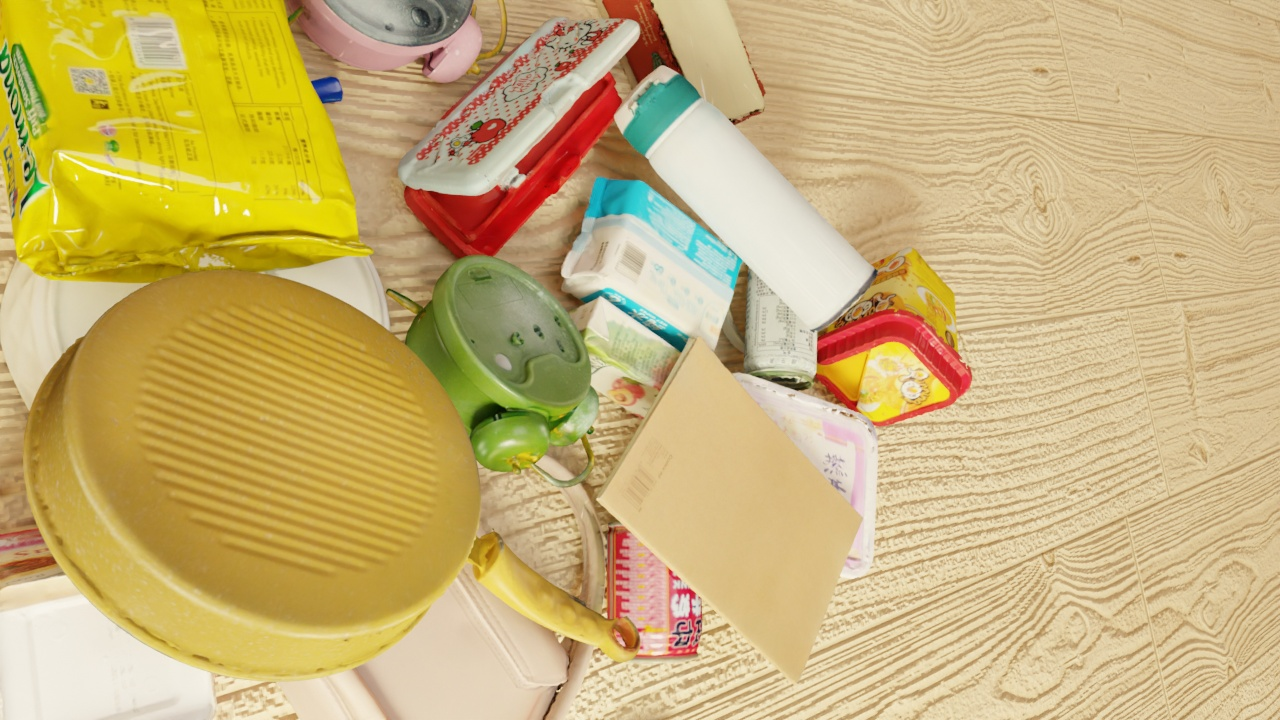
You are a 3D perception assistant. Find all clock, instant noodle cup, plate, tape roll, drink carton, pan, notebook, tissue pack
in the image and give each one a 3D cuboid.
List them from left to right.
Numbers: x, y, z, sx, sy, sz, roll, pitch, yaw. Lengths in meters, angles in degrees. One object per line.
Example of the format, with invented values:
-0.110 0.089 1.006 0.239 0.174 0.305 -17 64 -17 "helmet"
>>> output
-0.250 0.131 0.416 0.116 0.124 0.116 -6 85 -37 "instant noodle cup"
-0.232 -0.021 0.512 0.204 0.046 0.204 9 75 -34 "plate"
-0.157 -0.246 0.606 0.158 0.060 0.117 3 78 -35 "clock"
-0.115 0.087 0.470 0.357 0.078 0.197 29 36 -31 "pan"
-0.082 0.009 0.578 0.161 0.056 0.115 55 29 6 "clock"
-0.004 0.004 0.671 0.122 0.054 0.045 34 58 -26 "drink carton"
0.010 -0.066 0.689 0.140 0.063 0.089 32 64 -27 "tissue pack"
0.074 0.106 0.652 0.211 0.012 0.149 46 54 -20 "notebook"
0.100 -0.045 0.783 0.085 0.014 0.085 9 75 -35 "tape roll"
0.110 0.095 0.733 0.173 0.060 0.137 19 70 -34 "instant noodle cup"
0.226 -0.025 0.818 0.116 0.116 0.123 41 48 -23 "instant noodle cup"

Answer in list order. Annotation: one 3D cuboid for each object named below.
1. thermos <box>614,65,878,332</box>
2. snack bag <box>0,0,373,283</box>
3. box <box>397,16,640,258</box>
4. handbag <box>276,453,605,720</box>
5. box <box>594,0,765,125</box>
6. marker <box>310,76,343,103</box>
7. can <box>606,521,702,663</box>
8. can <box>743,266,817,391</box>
0.075 -0.123 0.684 0.224 0.073 0.073 45 57 -4 "thermos"
-0.247 -0.150 0.474 0.157 0.068 0.246 -11 69 -37 "snack bag"
-0.071 -0.166 0.629 0.095 0.098 0.200 47 58 -19 "box"
-0.101 0.145 0.562 0.233 0.094 0.193 -41 105 -43 "handbag"
0.036 -0.264 0.742 0.091 0.077 0.168 -29 98 -36 "box"
-0.246 -0.149 0.546 0.145 0.017 0.017 -27 97 -37 "marker"
0.010 0.160 0.639 0.066 0.067 0.093 8 75 -35 "can"
0.116 -0.051 0.749 0.058 0.058 0.146 14 72 -34 "can"
